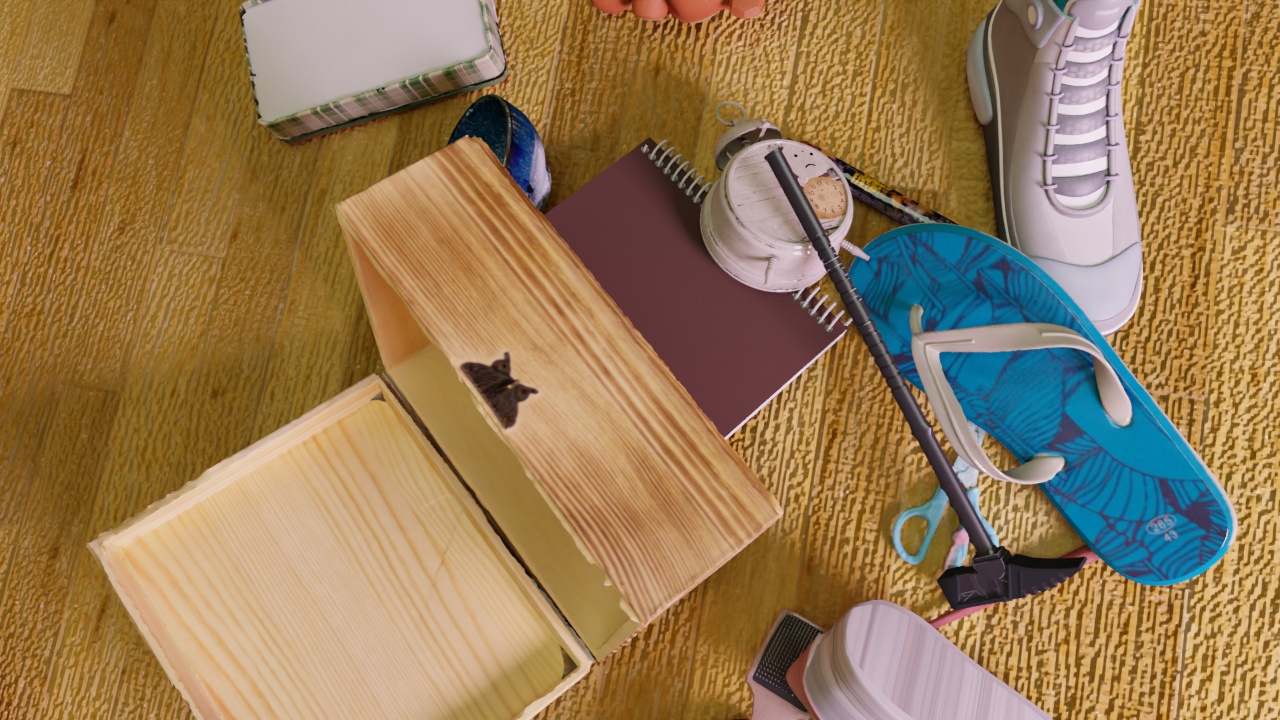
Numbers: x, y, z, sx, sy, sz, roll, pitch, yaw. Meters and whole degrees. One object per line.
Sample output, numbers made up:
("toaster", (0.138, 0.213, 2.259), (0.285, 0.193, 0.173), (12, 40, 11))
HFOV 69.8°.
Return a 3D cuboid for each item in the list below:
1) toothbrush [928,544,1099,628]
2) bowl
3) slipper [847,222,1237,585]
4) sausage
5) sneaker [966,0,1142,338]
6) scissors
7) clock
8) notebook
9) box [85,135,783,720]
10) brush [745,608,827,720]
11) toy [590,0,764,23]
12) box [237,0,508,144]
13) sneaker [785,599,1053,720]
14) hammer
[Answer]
("toothbrush", (0.251, 0.156, 0.615), (0.190, 0.016, 0.016), (-27, 82, 4))
("bowl", (-0.104, -0.136, 0.691), (0.115, 0.060, 0.114), (-22, 62, 49))
("slipper", (0.250, 0.021, 0.590), (0.118, 0.060, 0.295), (-47, 73, 24))
("sausage", (0.172, -0.122, 0.671), (0.155, 0.020, 0.020), (33, 87, 13))
("sneaker", (0.282, -0.148, 0.586), (0.093, 0.160, 0.256), (-7, 78, 8))
("scissors", (0.214, 0.083, 0.638), (0.076, 0.015, 0.141), (9, 76, 12))
("clock", (0.091, -0.125, 0.650), (0.103, 0.061, 0.156), (-16, 70, -17))
("notebook", (0.021, -0.048, 0.660), (0.171, 0.022, 0.209), (-40, 76, -16))
("box", (-0.154, 0.112, 0.561), (0.335, 0.287, 0.279), (-36, 76, -18))
("brush", (0.087, 0.225, 0.597), (0.050, 0.015, 0.135), (29, 55, 14))
("toy", (0.040, -0.307, 0.687), (0.176, 0.096, 0.112), (19, 83, 40))
("box", (-0.217, -0.257, 0.744), (0.206, 0.051, 0.117), (-16, 81, 7))
("sneaker", (0.189, 0.250, 0.581), (0.236, 0.090, 0.099), (43, 46, -4))
("hammer", (0.166, 0.006, 0.586), (0.095, 0.015, 0.325), (-30, 87, 46))
